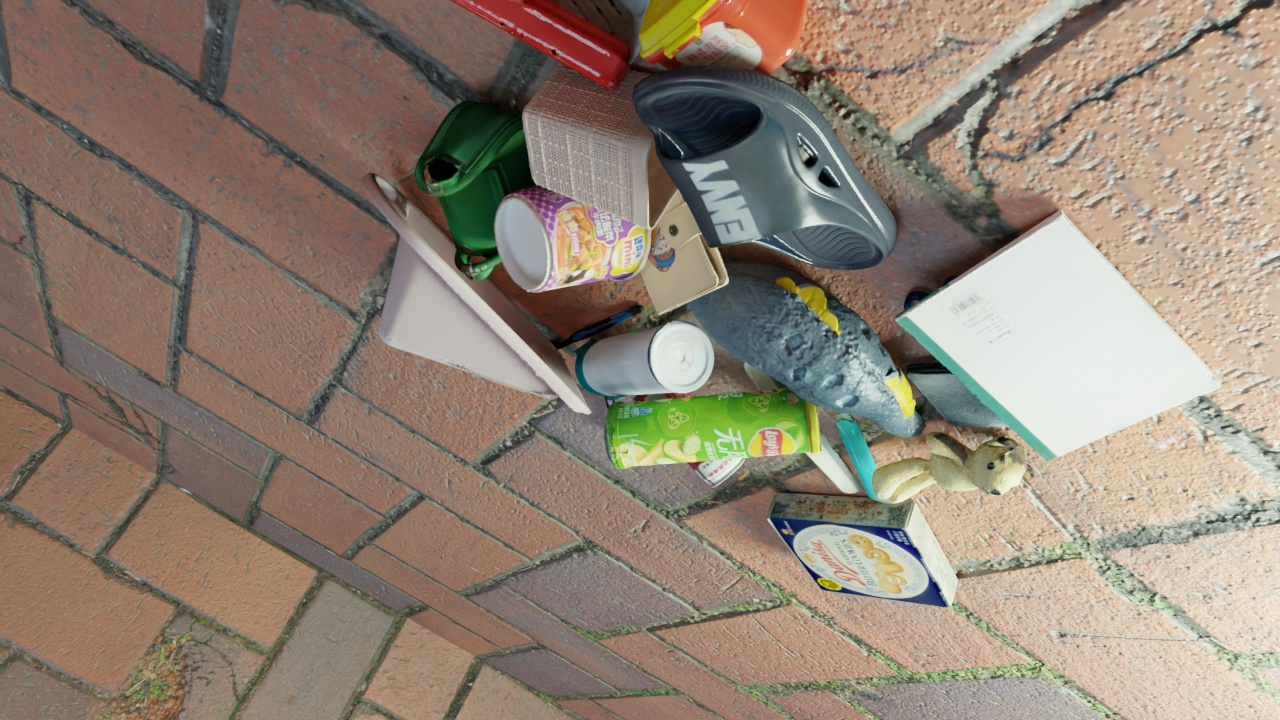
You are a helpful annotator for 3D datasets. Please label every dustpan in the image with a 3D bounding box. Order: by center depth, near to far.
[{"bbox_3d":[-0.158,-0.074,0.908,0.273,0.139,0.222,17,-170,-19],"label":"dustpan"}]

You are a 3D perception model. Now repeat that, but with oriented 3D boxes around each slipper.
[{"bbox_3d":[0.099,-0.113,0.659,0.111,0.083,0.268,-5,155,42],"label":"slipper"}]

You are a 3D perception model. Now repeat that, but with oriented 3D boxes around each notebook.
[{"bbox_3d":[0.329,-0.008,0.730,0.209,0.012,0.151,38,129,-19],"label":"notebook"}]

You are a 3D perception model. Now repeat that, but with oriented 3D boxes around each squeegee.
[{"bbox_3d":[0.094,0.093,1.070,0.247,0.039,0.246,-6,136,42],"label":"squeegee"}]

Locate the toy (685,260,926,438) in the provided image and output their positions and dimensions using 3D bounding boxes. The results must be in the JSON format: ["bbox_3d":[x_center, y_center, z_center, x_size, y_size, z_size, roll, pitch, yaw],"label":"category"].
[{"bbox_3d":[0.138,-0.023,0.832,0.356,0.091,0.138,33,176,-9],"label":"toy"}]

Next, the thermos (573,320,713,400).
[{"bbox_3d":[-0.006,0.005,0.942,0.073,0.073,0.225,37,163,-17],"label":"thermos"}]

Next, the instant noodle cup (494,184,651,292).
[{"bbox_3d":[-0.063,-0.111,0.786,0.112,0.099,0.112,27,126,44],"label":"instant noodle cup"}]

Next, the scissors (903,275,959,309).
[{"bbox_3d":[0.294,-0.012,0.794,0.129,0.012,0.173,2,142,32],"label":"scissors"}]

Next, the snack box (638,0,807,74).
[{"bbox_3d":[0.055,-0.222,0.597,0.080,0.081,0.091,31,152,-26],"label":"snack box"}]

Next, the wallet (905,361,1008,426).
[{"bbox_3d":[0.312,0.032,0.827,0.121,0.019,0.097,-4,142,49],"label":"wallet"}]

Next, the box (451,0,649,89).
[{"bbox_3d":[-0.084,-0.278,0.647,0.201,0.092,0.094,28,-168,-3],"label":"box"}]

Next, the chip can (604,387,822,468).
[{"bbox_3d":[0.073,0.069,0.947,0.221,0.072,0.073,-6,141,9],"label":"chip can"}]

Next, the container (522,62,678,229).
[{"bbox_3d":[-0.025,-0.173,0.718,0.111,0.090,0.090,21,149,16],"label":"container"}]

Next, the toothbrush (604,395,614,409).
[{"bbox_3d":[-0.040,0.042,1.118,0.017,0.014,0.189,38,156,31],"label":"toothbrush"}]

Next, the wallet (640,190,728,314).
[{"bbox_3d":[0.025,-0.106,0.787,0.087,0.024,0.115,-23,87,40],"label":"wallet"}]

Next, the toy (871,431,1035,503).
[{"bbox_3d":[0.306,0.113,0.915,0.158,0.066,0.105,-21,131,42],"label":"toy"}]

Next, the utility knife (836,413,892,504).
[{"bbox_3d":[0.245,0.108,1.006,0.029,0.013,0.161,-1,136,34],"label":"utility knife"}]

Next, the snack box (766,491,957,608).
[{"bbox_3d":[0.276,0.234,1.137,0.183,0.045,0.178,-3,138,38],"label":"snack box"}]

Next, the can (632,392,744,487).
[{"bbox_3d":[0.054,0.075,1.015,0.133,0.053,0.053,49,147,1],"label":"can"}]

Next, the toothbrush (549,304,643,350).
[{"bbox_3d":[-0.057,-0.034,1.020,0.014,0.016,0.190,49,141,-17],"label":"toothbrush"}]

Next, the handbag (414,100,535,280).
[{"bbox_3d":[-0.134,-0.149,0.803,0.068,0.120,0.131,21,151,20],"label":"handbag"}]
